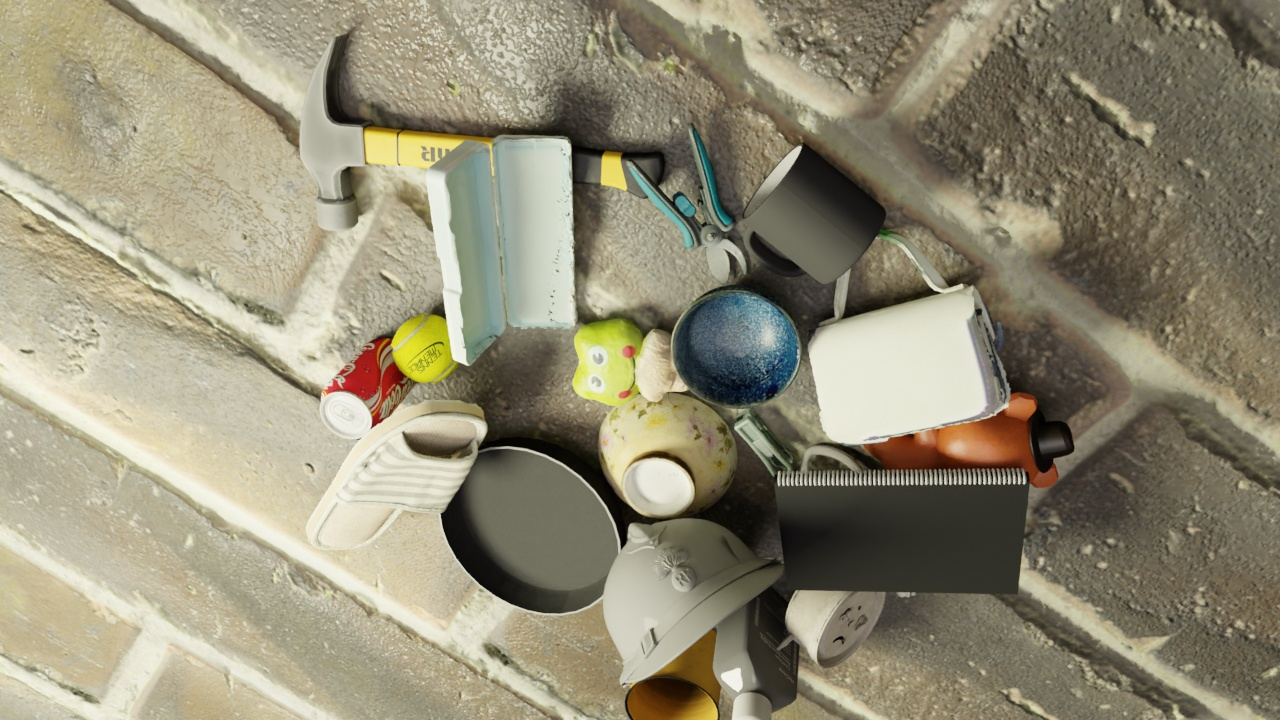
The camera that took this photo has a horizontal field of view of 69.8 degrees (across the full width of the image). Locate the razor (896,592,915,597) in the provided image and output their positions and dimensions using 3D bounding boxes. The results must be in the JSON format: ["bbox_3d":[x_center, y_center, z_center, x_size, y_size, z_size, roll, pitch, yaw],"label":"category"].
[{"bbox_3d":[0.303,0.181,0.895,0.116,0.047,0.088,-9,116,7],"label":"razor"}]

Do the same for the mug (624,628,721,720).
[{"bbox_3d":[0.035,0.335,0.998,0.101,0.093,0.124,-23,112,23],"label":"mug"}]

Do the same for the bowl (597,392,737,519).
[{"bbox_3d":[0.021,0.108,0.897,0.145,0.063,0.145,5,119,10],"label":"bowl"}]

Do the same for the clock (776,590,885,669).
[{"bbox_3d":[0.201,0.231,0.920,0.103,0.061,0.157,28,94,-49],"label":"clock"}]

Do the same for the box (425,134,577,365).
[{"bbox_3d":[-0.116,-0.092,0.791,0.126,0.074,0.198,-9,132,-11],"label":"box"}]

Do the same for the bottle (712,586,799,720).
[{"bbox_3d":[0.116,0.301,0.918,0.046,0.173,0.084,-38,105,26],"label":"bottle"}]

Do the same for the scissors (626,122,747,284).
[{"bbox_3d":[0.046,-0.133,0.778,0.155,0.019,0.125,15,116,-18],"label":"scissors"}]

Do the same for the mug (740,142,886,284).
[{"bbox_3d":[0.132,-0.111,0.757,0.088,0.078,0.114,36,145,-9],"label":"mug"}]

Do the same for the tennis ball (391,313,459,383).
[{"bbox_3d":[-0.204,-0.011,0.878,0.065,0.065,0.065,5,119,9],"label":"tennis ball"}]

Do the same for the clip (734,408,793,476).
[{"bbox_3d":[0.120,0.080,0.884,0.023,0.042,0.076,-34,105,27],"label":"clip"}]

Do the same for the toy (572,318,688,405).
[{"bbox_3d":[-0.005,0.005,0.859,0.118,0.043,0.092,7,118,6],"label":"toy"}]

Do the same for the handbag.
[{"bbox_3d":[0.220,-0.026,0.779,0.152,0.073,0.176,-16,87,32],"label":"handbag"}]

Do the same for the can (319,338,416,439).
[{"bbox_3d":[-0.262,0.027,0.888,0.064,0.104,0.064,5,118,9],"label":"can"}]

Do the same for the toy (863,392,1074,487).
[{"bbox_3d":[0.288,0.085,0.814,0.176,0.096,0.112,-7,117,36],"label":"toy"}]

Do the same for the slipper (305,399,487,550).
[{"bbox_3d":[-0.244,0.126,0.900,0.114,0.054,0.273,16,136,-39],"label":"slipper"}]

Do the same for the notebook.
[{"bbox_3d":[0.229,0.154,0.815,0.207,0.016,0.149,-2,127,14],"label":"notebook"}]

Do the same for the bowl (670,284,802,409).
[{"bbox_3d":[0.087,-0.020,0.817,0.114,0.060,0.114,5,117,10],"label":"bowl"}]

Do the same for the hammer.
[{"bbox_3d":[-0.140,-0.183,0.796,0.324,0.034,0.170,7,118,6],"label":"hammer"}]

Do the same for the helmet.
[{"bbox_3d":[0.026,0.201,0.858,0.183,0.271,0.117,-34,78,-12],"label":"helmet"}]

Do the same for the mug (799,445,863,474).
[{"bbox_3d":[0.188,0.136,0.884,0.089,0.071,0.107,3,91,5],"label":"mug"}]

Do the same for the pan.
[{"bbox_3d":[-0.176,0.133,0.960,0.356,0.044,0.205,31,121,5],"label":"pan"}]
